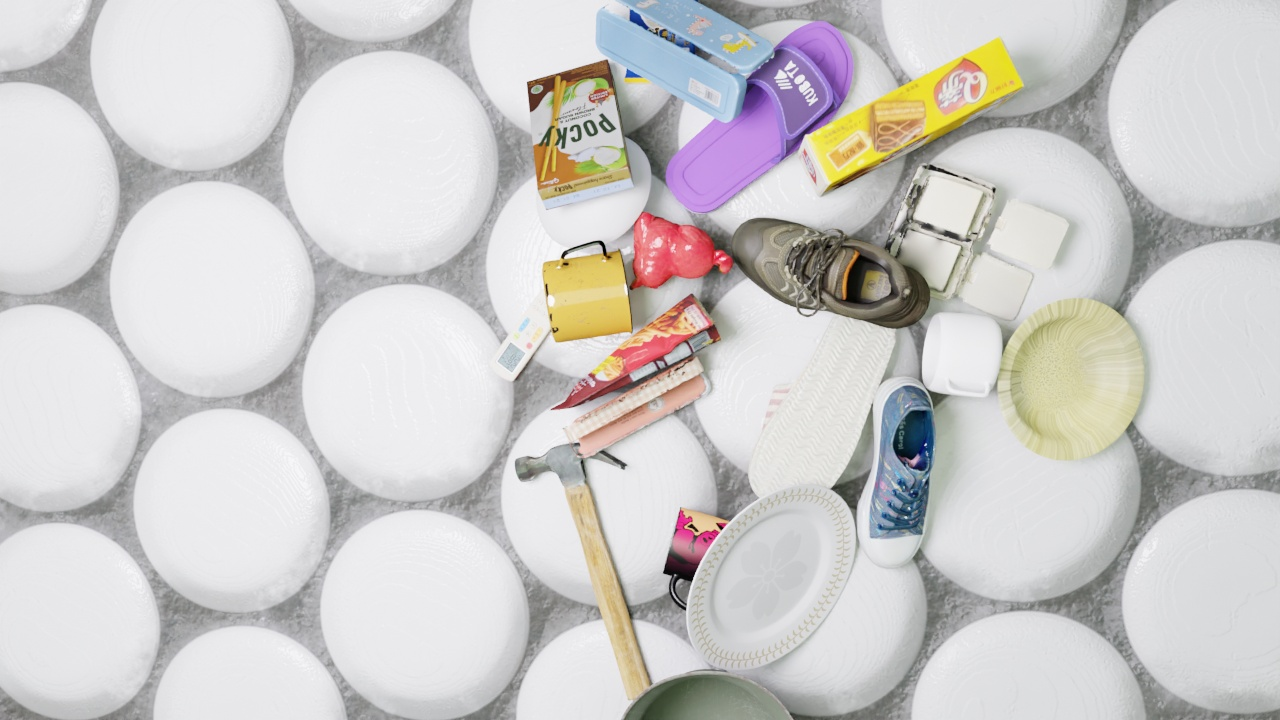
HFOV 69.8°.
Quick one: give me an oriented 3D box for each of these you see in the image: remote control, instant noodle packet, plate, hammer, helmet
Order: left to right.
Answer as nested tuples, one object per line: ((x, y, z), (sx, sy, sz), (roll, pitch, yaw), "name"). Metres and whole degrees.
((-0.138, -0.032, 1.132), (0.038, 0.018, 0.126), (37, 97, 2), "remote control")
((-0.046, 0.261, 1.138), (0.132, 0.033, 0.330), (-17, 93, 5), "hammer")
((0.027, -0.397, 1.087), (0.087, 0.026, 0.134), (3, 95, 10), "instant noodle packet")
((0.083, 0.474, 1.076), (0.227, 0.154, 0.267), (-7, 89, 5), "helmet")
((0.151, 0.249, 1.057), (0.242, 0.016, 0.243), (-13, 117, -28), "plate")
((0.485, 0.021, 1.054), (0.184, 0.036, 0.184), (-1, 96, -11), "plate")

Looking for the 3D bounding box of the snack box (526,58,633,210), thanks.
((-0.072, -0.261, 1.049), (0.101, 0.032, 0.185), (-14, 55, 6), "snack box")

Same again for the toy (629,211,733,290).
((0.048, -0.112, 1.075), (0.133, 0.088, 0.094), (21, 96, 25), "toy")

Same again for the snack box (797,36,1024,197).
((0.295, -0.267, 1.027), (0.230, 0.110, 0.061), (-26, 90, 7), "snack box")

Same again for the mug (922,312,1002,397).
((0.365, 0.000, 1.038), (0.068, 0.115, 0.094), (7, 132, 5), "mug")

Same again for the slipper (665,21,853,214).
((0.140, -0.279, 1.054), (0.267, 0.084, 0.107), (-42, 89, 7), "slipper")

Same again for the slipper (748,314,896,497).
((0.213, 0.053, 1.088), (0.115, 0.052, 0.263), (29, 86, 7), "slipper")

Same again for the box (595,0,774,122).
((0.046, -0.355, 1.041), (0.209, 0.073, 0.085), (36, 66, 20), "box")

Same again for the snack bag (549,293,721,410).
((-0.006, 0.006, 1.066), (0.208, 0.139, 0.066), (-33, 95, 4), "snack bag")

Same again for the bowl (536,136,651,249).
((-0.064, -0.206, 1.069), (0.150, 0.043, 0.149), (-8, 71, 23), "bowl")

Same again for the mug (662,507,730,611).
((0.079, 0.243, 1.088), (0.098, 0.082, 0.117), (15, 65, 4), "mug")

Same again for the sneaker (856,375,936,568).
((0.305, 0.138, 1.051), (0.087, 0.079, 0.236), (-1, 106, -7), "sneaker")

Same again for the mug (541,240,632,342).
((-0.064, -0.083, 1.062), (0.094, 0.100, 0.124), (-9, 130, -3), "mug")

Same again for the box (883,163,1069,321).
((0.379, -0.132, 1.061), (0.187, 0.058, 0.144), (23, 97, 7), "box")

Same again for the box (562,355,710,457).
((-0.003, 0.057, 1.093), (0.187, 0.056, 0.071), (-29, 117, -2), "box")

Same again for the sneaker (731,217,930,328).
((0.197, -0.097, 1.017), (0.238, 0.142, 0.101), (21, 96, 21), "sneaker")
